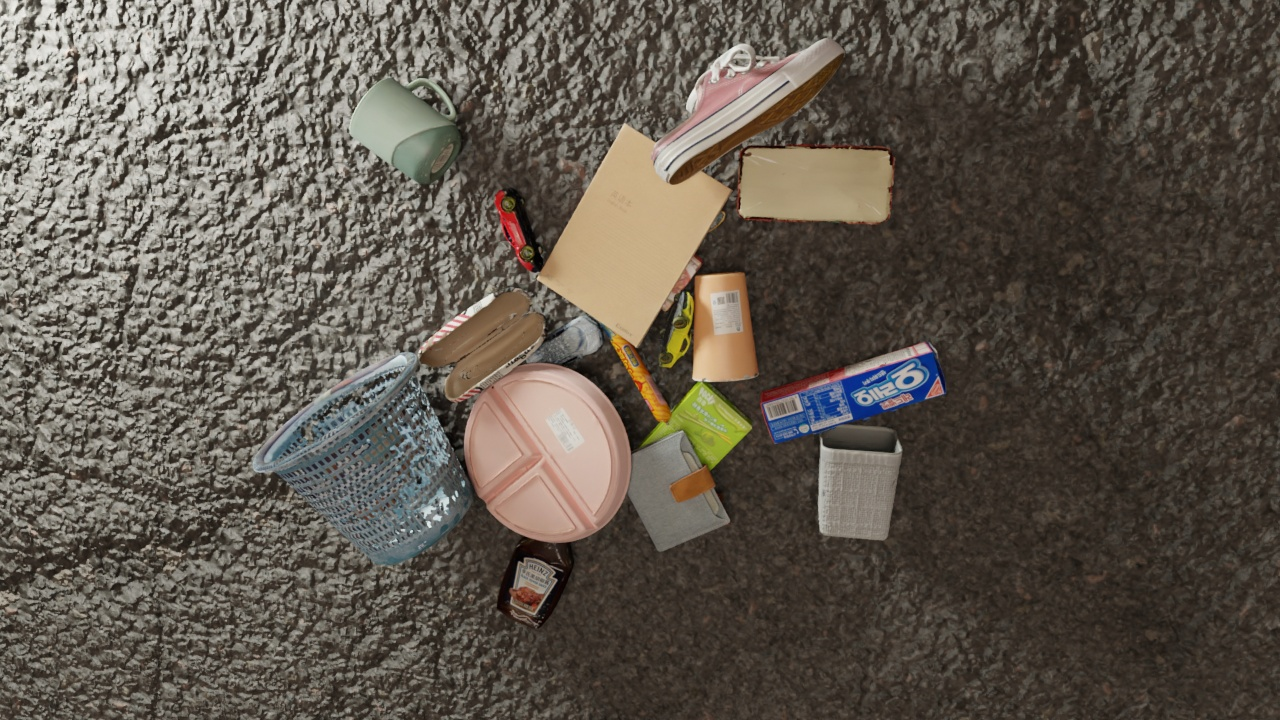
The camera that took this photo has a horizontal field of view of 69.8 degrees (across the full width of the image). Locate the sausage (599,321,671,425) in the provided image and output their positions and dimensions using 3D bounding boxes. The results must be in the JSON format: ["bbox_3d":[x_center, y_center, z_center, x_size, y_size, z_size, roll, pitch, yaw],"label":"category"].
[{"bbox_3d":[-0.007,0.007,1.116,0.021,0.021,0.165,-31,86,14],"label":"sausage"}]

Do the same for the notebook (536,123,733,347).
[{"bbox_3d":[-0.011,-0.143,1.061,0.149,0.012,0.212,34,105,10],"label":"notebook"}]

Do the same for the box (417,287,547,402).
[{"bbox_3d":[-0.189,-0.015,1.123,0.162,0.076,0.087,-35,66,13],"label":"box"}]

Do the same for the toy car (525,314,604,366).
[{"bbox_3d":[-0.094,-0.017,1.131,0.106,0.031,0.049,-29,97,13],"label":"toy car"}]

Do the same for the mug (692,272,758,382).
[{"bbox_3d":[0.096,-0.040,1.074,0.078,0.078,0.123,-3,98,10],"label":"mug"}]

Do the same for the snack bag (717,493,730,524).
[{"bbox_3d":[0.063,0.202,1.158,0.105,0.026,0.045,-23,101,16],"label":"snack bag"}]

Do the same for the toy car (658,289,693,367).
[{"bbox_3d":[0.045,-0.036,1.079,0.032,0.048,0.105,12,134,-7],"label":"toy car"}]

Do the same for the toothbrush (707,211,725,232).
[{"bbox_3d":[0.024,-0.109,1.068,0.192,0.018,0.016,-39,93,15],"label":"toothbrush"}]

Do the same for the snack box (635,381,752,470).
[{"bbox_3d":[0.056,0.105,1.136,0.086,0.026,0.156,41,106,-2],"label":"snack box"}]

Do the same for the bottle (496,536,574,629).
[{"bbox_3d":[-0.123,0.251,1.191,0.080,0.044,0.195,24,105,7],"label":"bottle"}]

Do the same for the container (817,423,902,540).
[{"bbox_3d":[0.254,0.144,1.083,0.090,0.090,0.114,4,106,9],"label":"container"}]

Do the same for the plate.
[{"bbox_3d":[-0.122,0.118,1.132,0.230,0.028,0.229,3,99,21],"label":"plate"}]

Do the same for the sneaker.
[{"bbox_3d":[0.105,-0.288,0.994,0.241,0.118,0.088,-33,82,0],"label":"sneaker"}]

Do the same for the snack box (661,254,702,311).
[{"bbox_3d":[-0.007,-0.133,1.092,0.153,0.025,0.075,37,105,-1],"label":"snack box"}]

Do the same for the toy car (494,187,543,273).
[{"bbox_3d":[-0.145,-0.154,1.097,0.031,0.049,0.106,-20,99,13],"label":"toy car"}]

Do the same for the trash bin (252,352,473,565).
[{"bbox_3d":[-0.317,0.132,1.123,0.227,0.226,0.195,-26,110,14],"label":"trash bin"}]

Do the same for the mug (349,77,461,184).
[{"bbox_3d":[-0.264,-0.276,1.079,0.106,0.082,0.111,36,74,0],"label":"mug"}]

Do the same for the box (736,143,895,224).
[{"bbox_3d":[0.192,-0.194,1.019,0.168,0.078,0.091,3,102,9],"label":"box"}]

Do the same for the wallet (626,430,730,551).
[{"bbox_3d":[0.039,0.160,1.118,0.107,0.037,0.130,-25,99,14],"label":"wallet"}]

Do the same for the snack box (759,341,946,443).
[{"bbox_3d":[0.247,0.038,1.073,0.208,0.058,0.057,-18,99,13],"label":"snack box"}]
